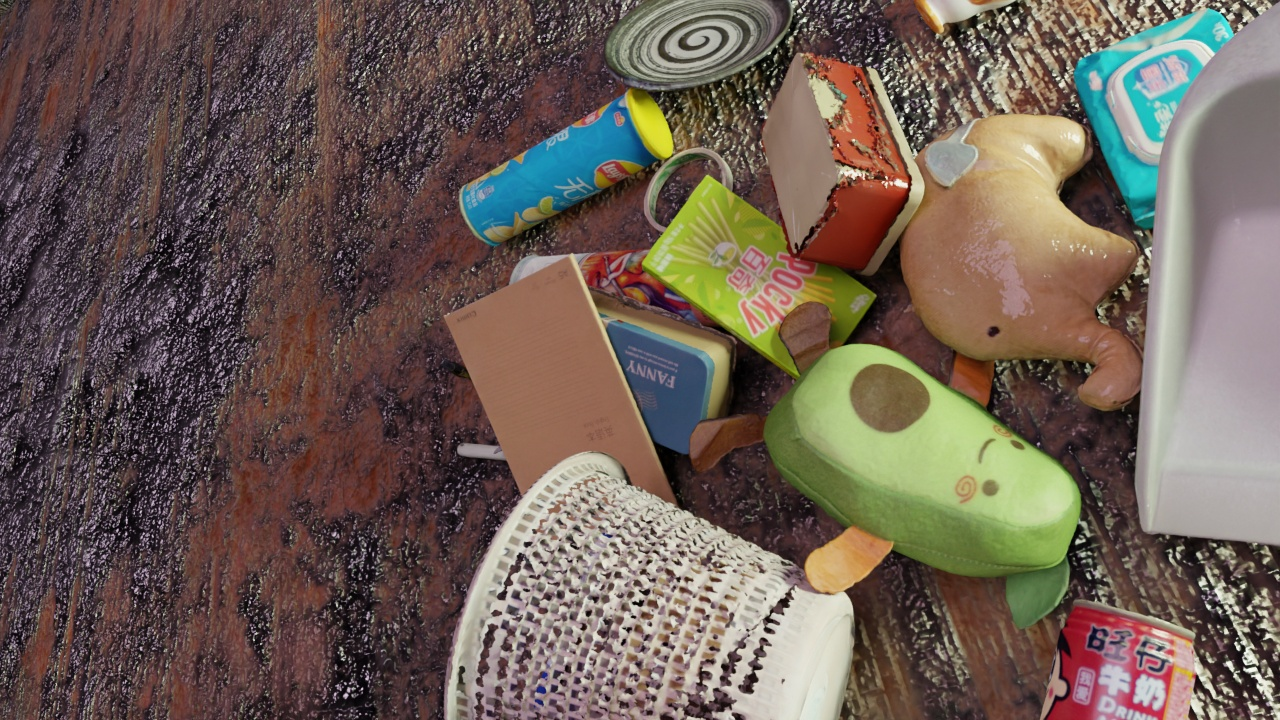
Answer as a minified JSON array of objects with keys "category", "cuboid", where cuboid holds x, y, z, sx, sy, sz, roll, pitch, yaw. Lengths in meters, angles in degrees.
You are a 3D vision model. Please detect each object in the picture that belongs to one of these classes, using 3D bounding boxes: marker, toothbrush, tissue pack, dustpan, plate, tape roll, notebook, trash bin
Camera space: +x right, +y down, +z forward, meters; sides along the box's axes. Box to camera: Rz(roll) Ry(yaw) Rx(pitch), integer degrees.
[{"category":"marker","cuboid":[-0.053,0.208,0.733,0.017,0.017,0.145,15,79,39]},{"category":"toothbrush","cuboid":[-0.096,0.082,0.819,0.190,0.029,0.020,-2,110,37]},{"category":"tissue pack","cuboid":[0.343,-0.151,0.584,0.093,0.050,0.133,-21,60,25]},{"category":"dustpan","cuboid":[0.362,-0.050,0.439,0.223,0.142,0.257,1,62,37]},{"category":"plate","cuboid":[0.052,-0.297,0.850,0.179,0.024,0.179,-10,47,10]},{"category":"tape roll","cuboid":[0.043,-0.150,0.824,0.086,0.014,0.085,-15,62,30]},{"category":"notebook","cuboid":[-0.066,0.037,0.734,0.150,0.012,0.211,-20,94,37]},{"category":"toothbrush","cuboid":[-0.130,0.034,0.864,0.186,0.017,0.012,25,83,40]},{"category":"trash bin","cuboid":[0.021,0.189,0.578,0.192,0.227,0.227,13,78,26]}]

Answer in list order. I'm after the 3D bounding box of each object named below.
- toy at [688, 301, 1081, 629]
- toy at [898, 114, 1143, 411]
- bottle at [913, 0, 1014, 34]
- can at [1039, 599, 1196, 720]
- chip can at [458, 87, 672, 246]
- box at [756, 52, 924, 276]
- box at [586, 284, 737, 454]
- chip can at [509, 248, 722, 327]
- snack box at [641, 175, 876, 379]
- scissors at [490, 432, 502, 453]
[{"category":"toy","cuboid":[0.161,0.056,0.583,0.247,0.090,0.226,28,62,27]},{"category":"toy","cuboid":[0.243,-0.059,0.597,0.144,0.082,0.225,-23,60,29]},{"category":"bottle","cuboid":[0.264,-0.297,0.698,0.109,0.063,0.063,-35,54,19]},{"category":"can","cuboid":[0.254,0.182,0.491,0.067,0.066,0.093,10,76,38]},{"category":"chip can","cuboid":[-0.075,-0.183,0.885,0.211,0.071,0.071,-22,58,26]},{"category":"box","cuboid":[0.135,-0.151,0.671,0.092,0.080,0.168,113,160,-43]},{"category":"box","cuboid":[-0.004,0.004,0.722,0.184,0.061,0.090,20,118,30]},{"category":"chip can","cuboid":[-0.010,-0.061,0.787,0.215,0.071,0.071,1,71,35]},{"category":"snack box","cuboid":[0.087,-0.058,0.683,0.156,0.026,0.085,37,86,4]},{"category":"scissors","cuboid":[-0.057,0.033,0.805,0.172,0.014,0.146,12,76,33]}]
